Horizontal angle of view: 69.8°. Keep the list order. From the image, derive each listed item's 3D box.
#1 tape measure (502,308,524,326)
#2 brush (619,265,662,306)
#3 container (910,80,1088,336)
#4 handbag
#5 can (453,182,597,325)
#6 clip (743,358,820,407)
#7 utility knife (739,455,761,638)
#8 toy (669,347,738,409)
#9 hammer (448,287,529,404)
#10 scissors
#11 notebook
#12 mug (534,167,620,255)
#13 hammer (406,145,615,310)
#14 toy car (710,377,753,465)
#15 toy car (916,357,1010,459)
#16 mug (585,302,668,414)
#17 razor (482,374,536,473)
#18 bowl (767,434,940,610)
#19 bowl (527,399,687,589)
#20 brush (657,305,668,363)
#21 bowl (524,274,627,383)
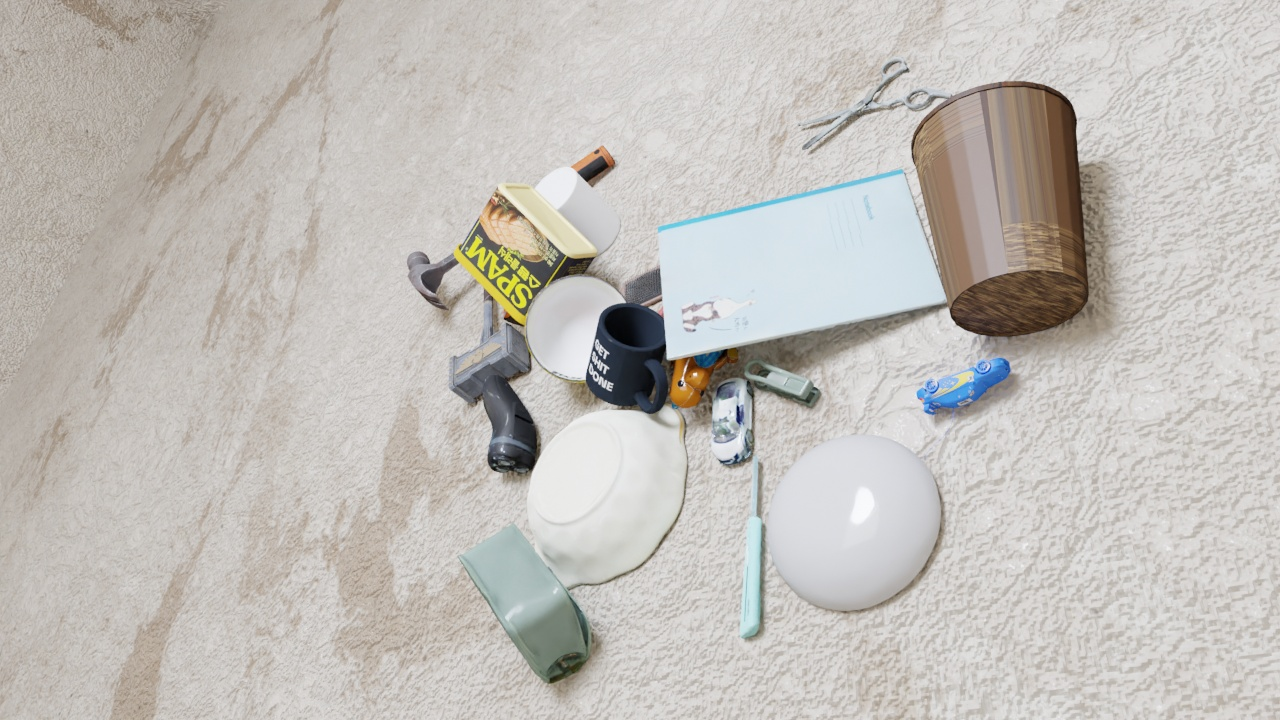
[{"bbox_3d":[-0.138,-0.065,1.116,0.058,0.058,0.038,-96,29,-44],"label":"tape measure"},{"bbox_3d":[-0.026,-0.071,1.058,0.136,0.015,0.049,-23,47,26],"label":"brush"},{"bbox_3d":[0.295,-0.117,0.745,0.132,0.132,0.167,-15,58,32],"label":"container"},{"bbox_3d":[-0.104,0.220,0.847,0.067,0.106,0.122,-32,40,-17],"label":"handbag"},{"bbox_3d":[-0.131,-0.124,1.054,0.135,0.075,0.105,45,116,15],"label":"can"},{"bbox_3d":[0.130,0.020,0.851,0.076,0.042,0.023,22,74,47],"label":"clip"},{"bbox_3d":[0.098,0.155,0.790,0.022,0.015,0.165,131,152,-52],"label":"utility knife"},{"bbox_3d":[0.045,0.010,0.909,0.103,0.070,0.090,-38,30,61],"label":"toy"},{"bbox_3d":[-0.200,-0.092,1.206,0.099,0.044,0.321,-30,43,20],"label":"hammer"},{"bbox_3d":[0.245,-0.266,0.973,0.141,0.014,0.158,-49,42,-4],"label":"scissors"},{"bbox_3d":[0.142,-0.095,0.879,0.254,0.009,0.180,-12,50,11],"label":"notebook"},{"bbox_3d":[-0.090,-0.165,1.124,0.074,0.090,0.110,20,75,46],"label":"mug"},{"bbox_3d":[-0.168,-0.179,1.207,0.314,0.035,0.137,-34,39,3],"label":"hammer"},{"bbox_3d":[0.084,0.055,0.864,0.039,0.027,0.089,-16,51,29],"label":"toy car"},{"bbox_3d":[0.256,0.042,0.732,0.092,0.033,0.061,-25,62,31],"label":"toy car"},{"bbox_3d":[-0.005,0.005,0.908,0.105,0.071,0.078,53,143,35],"label":"mug"},{"bbox_3d":[-0.155,0.072,1.039,0.064,0.053,0.140,-45,39,15],"label":"razor"},{"bbox_3d":[0.160,0.121,0.736,0.150,0.043,0.149,-23,48,29],"label":"bowl"},{"bbox_3d":[-0.048,0.120,0.905,0.219,0.060,0.188,-53,42,-5],"label":"bowl"},{"bbox_3d":[0.057,-0.072,0.977,0.030,0.041,0.172,26,76,30],"label":"brush"},{"bbox_3d":[-0.066,-0.031,1.009,0.117,0.068,0.117,0,83,-1],"label":"bowl"}]
